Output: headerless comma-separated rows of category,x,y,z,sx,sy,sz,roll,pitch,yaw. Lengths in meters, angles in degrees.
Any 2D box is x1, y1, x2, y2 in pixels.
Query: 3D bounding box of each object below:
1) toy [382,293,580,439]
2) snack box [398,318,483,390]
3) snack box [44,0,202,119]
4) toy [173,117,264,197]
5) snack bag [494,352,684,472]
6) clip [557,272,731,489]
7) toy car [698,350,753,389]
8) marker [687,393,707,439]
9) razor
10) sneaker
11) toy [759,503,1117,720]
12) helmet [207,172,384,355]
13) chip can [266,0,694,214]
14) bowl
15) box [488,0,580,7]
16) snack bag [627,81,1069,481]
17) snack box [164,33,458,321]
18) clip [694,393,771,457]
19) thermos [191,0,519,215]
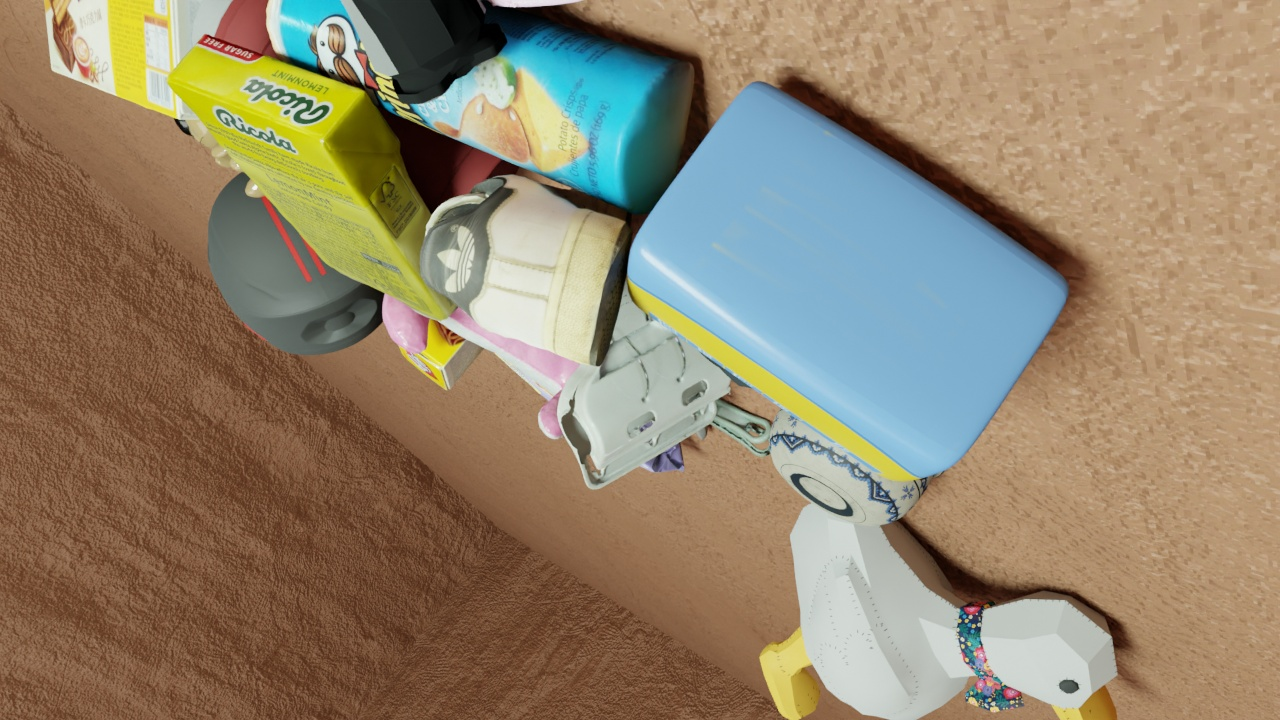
toy,-0.106,-0.069,0.681,0.265,0.186,0.128,44,122,-12
snack box,-0.174,-0.037,0.864,0.061,0.105,0.084,35,163,4
snack box,-0.362,-0.250,0.670,0.230,0.061,0.110,24,117,36
toy,-0.319,-0.198,0.751,0.108,0.105,0.134,58,164,7
snack bag,-0.044,0.033,0.878,0.205,0.058,0.096,43,165,-27
clip,0.001,0.006,0.642,0.092,0.125,0.151,20,131,50
toy car,0.053,-0.018,0.598,0.046,0.034,0.112,15,152,50
marker,0.042,0.036,0.779,0.016,0.022,0.139,22,157,25
razor,-0.123,-0.183,0.379,0.156,0.057,0.060,55,160,-21
sneaker,-0.059,-0.053,0.488,0.102,0.089,0.241,10,-170,-3
toy,0.213,0.203,0.709,0.268,0.140,0.246,-32,94,46
helmet,-0.325,-0.107,0.878,0.265,0.164,0.170,43,156,50
chip can,-0.081,-0.145,0.460,0.230,0.079,0.080,27,160,24
bowl,0.136,0.066,0.612,0.115,0.059,0.116,33,162,12
box,-0.103,-0.227,0.351,0.155,0.044,0.201,21,157,43
snack bag,0.082,-0.021,0.447,0.159,0.102,0.205,35,173,6
snack box,-0.177,-0.101,0.545,0.121,0.045,0.181,24,159,23
clip,0.076,0.050,0.749,0.074,0.023,0.035,30,163,28
thermos,-0.171,-0.171,0.576,0.198,0.083,0.108,35,132,-2
